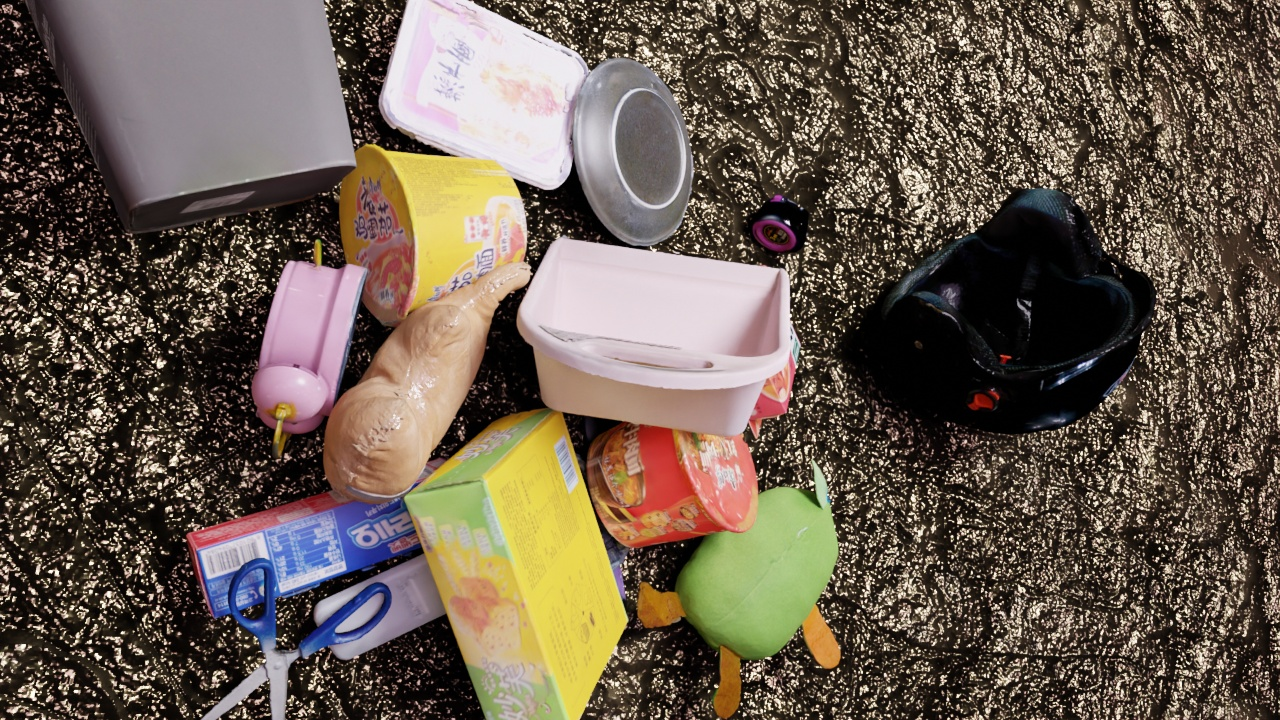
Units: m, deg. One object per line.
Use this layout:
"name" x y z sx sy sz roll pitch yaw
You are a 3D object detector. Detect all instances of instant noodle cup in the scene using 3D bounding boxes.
"instant noodle cup" 0.026 0.101 0.814 0.138 0.109 0.137 43 34 -40
"instant noodle cup" -0.141 -0.233 0.818 0.173 0.060 0.138 17 75 -25
"instant noodle cup" -0.167 -0.107 0.750 0.109 0.138 0.138 -12 89 -39

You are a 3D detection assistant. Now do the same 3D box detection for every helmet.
"helmet" 0.397 -0.031 0.975 0.233 0.275 0.230 -40 130 -19

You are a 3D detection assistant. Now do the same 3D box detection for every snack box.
"snack box" -0.088 0.162 0.721 0.157 0.070 0.210 -48 124 -67
"snack box" -0.233 0.132 0.712 0.207 0.058 0.057 -16 101 -30
"snack box" 0.117 -0.009 0.893 0.127 0.044 0.113 61 31 -28

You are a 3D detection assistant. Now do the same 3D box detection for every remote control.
"remote control" -0.186 0.187 0.728 0.136 0.020 0.056 -24 117 -11

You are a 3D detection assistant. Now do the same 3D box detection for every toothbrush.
"toothbrush" -0.034 0.141 0.855 0.014 0.017 0.189 -11 91 -19

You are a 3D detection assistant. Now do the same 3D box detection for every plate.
"plate" 0.003 -0.200 0.879 0.179 0.024 0.179 3 86 -49

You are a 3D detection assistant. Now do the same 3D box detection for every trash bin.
"trash bin" -0.319 -0.219 0.649 0.198 0.199 0.220 -18 99 -29

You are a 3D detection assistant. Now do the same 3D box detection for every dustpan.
"dustpan" 0.019 -0.048 0.732 0.222 0.139 0.272 6 50 1

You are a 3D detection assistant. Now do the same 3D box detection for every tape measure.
"tape measure" 0.149 -0.144 0.968 0.058 0.057 0.039 20 63 19

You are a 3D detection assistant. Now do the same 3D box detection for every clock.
"clock" -0.252 -0.003 0.693 0.059 0.117 0.158 12 74 -17

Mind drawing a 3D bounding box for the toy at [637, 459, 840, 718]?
"toy" 0.108 0.208 0.878 0.246 0.090 0.227 -38 88 -31

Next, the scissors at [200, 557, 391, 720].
"scissors" -0.261 0.211 0.672 0.175 0.012 0.162 -28 125 -21

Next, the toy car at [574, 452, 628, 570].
"toy car" -0.057 0.138 0.823 0.054 0.037 0.120 -30 98 -16

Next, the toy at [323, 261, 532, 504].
"toy" -0.163 0.008 0.703 0.082 0.144 0.225 38 55 -16
